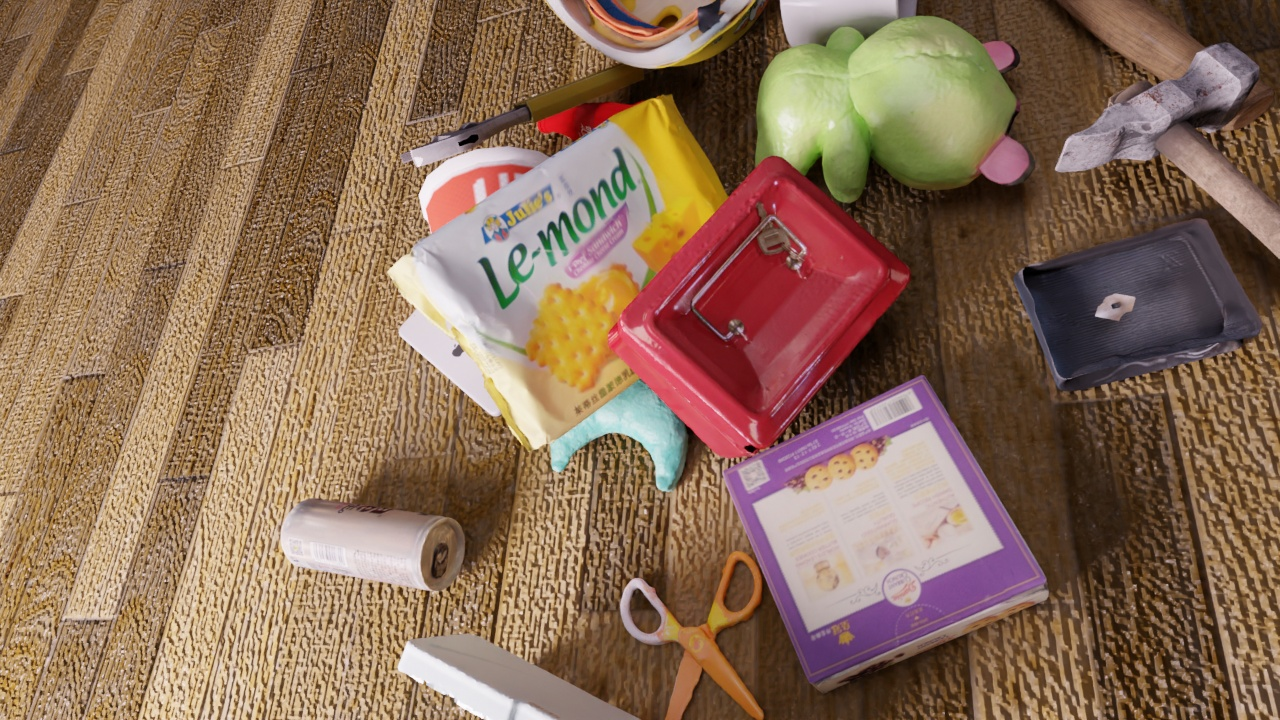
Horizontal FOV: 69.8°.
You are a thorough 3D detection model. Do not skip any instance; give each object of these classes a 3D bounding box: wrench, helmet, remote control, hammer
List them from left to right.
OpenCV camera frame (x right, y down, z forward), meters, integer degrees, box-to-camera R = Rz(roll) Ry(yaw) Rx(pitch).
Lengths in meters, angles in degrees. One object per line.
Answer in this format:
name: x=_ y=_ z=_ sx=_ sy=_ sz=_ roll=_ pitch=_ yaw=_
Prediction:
remote control: x=-0.149 y=-0.006 z=0.767 sx=0.147 sy=0.008 sz=0.045 roll=35 pitch=81 yaw=34
wrench: x=-0.081 y=-0.211 z=0.762 sx=0.272 sy=0.018 sz=0.084 roll=-32 pitch=24 yaw=-32
helmet: x=0.037 y=-0.365 z=0.769 sx=0.209 sy=0.139 sz=0.240 roll=32 pitch=113 yaw=18
hammer: x=0.337 y=-0.273 z=0.680 sx=0.132 sy=0.040 sz=0.305 roll=-34 pitch=56 yaw=4
hammer: x=0.381 y=-0.050 z=0.515 sx=0.121 sy=0.049 sz=0.318 roll=-29 pitch=63 yaw=-4

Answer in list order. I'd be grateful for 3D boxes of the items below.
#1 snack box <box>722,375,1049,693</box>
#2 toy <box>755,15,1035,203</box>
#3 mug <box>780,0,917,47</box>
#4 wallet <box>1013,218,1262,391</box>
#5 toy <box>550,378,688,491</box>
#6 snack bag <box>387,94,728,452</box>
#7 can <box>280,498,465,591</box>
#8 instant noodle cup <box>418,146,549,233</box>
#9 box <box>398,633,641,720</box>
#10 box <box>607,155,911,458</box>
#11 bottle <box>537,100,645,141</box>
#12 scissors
snack box: x=0.143 y=0.103 z=0.557 sx=0.143 sy=0.040 sz=0.148 roll=-27 pitch=56 yaw=9
toy: x=0.174 y=-0.188 z=0.670 sx=0.197 sy=0.107 sz=0.150 roll=-8 pitch=60 yaw=31
mug: x=0.174 y=-0.306 z=0.746 sx=0.090 sy=0.091 sz=0.121 roll=4 pitch=30 yaw=26
wallet: x=0.303 y=-0.034 z=0.569 sx=0.115 sy=0.026 sz=0.089 roll=-15 pitch=59 yaw=14
toy: x=-0.013 y=0.047 z=0.665 sx=0.105 sy=0.033 sz=0.085 roll=6 pitch=75 yaw=23
snack bag: x=-0.032 y=-0.066 z=0.645 sx=0.246 sy=0.159 sz=0.068 roll=-36 pitch=9 yaw=-18
can: x=-0.202 y=0.136 z=0.685 sx=0.136 sy=0.054 sz=0.054 roll=2 pitch=64 yaw=25
instant noodle cup: x=-0.106 y=-0.081 z=0.728 sx=0.123 sy=0.123 sz=0.121 roll=-18 pitch=65 yaw=14
box: x=-0.028 y=0.206 z=0.519 sx=0.197 sy=0.134 sz=0.040 roll=17 pitch=82 yaw=30
box: x=0.073 y=-0.031 z=0.594 sx=0.129 sy=0.093 sz=0.157 roll=45 pitch=79 yaw=-2
bottle: x=-0.039 y=-0.210 z=0.812 sx=0.119 sy=0.036 sz=0.036 roll=8 pitch=67 yaw=28
scissors: x=0.032 y=0.177 z=0.584 sx=0.128 sy=0.011 sz=0.125 roll=10 pitch=67 yaw=30
